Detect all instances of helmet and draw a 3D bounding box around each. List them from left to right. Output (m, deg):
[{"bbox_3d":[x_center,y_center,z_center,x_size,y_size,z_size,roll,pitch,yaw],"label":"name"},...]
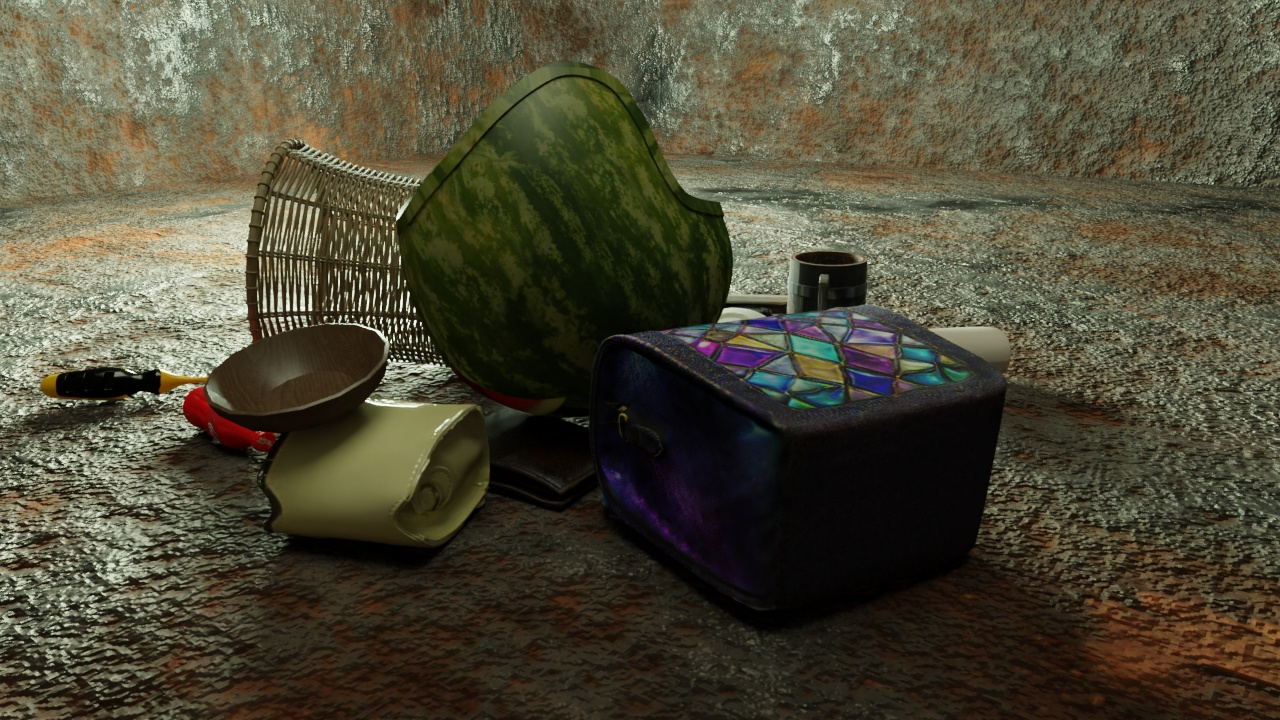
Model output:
[{"bbox_3d":[-0.056,-0.074,0.716,0.242,0.247,0.214,-55,18,-18],"label":"helmet"}]

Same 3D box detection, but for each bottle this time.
[{"bbox_3d":[-0.330,0.050,0.741,0.119,0.036,0.036,16,25,41],"label":"bottle"},{"bbox_3d":[0.268,-0.004,0.858,0.146,0.051,0.051,-3,18,-6],"label":"bottle"}]

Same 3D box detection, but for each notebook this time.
[{"bbox_3d":[0.091,-0.061,1.005,0.209,0.009,0.143,1,-2,-14],"label":"notebook"}]

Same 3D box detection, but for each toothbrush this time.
[{"bbox_3d":[-0.447,0.020,0.850,0.196,0.031,0.031,-3,-14,-10],"label":"toothbrush"}]

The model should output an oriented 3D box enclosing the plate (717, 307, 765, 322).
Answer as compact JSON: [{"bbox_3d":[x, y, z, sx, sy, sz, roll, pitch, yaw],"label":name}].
[{"bbox_3d":[0.086,-0.020,0.881,0.104,0.026,0.104,-6,45,5],"label":"plate"}]

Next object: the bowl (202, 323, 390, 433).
[{"bbox_3d":[-0.220,0.015,0.600,0.118,0.030,0.117,-5,30,3],"label":"bowl"}]

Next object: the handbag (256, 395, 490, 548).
[{"bbox_3d":[-0.174,0.074,0.604,0.119,0.081,0.111,6,27,14],"label":"handbag"}]

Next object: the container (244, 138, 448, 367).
[{"bbox_3d":[-0.243,-0.089,0.889,0.196,0.227,0.226,5,18,-4],"label":"container"}]

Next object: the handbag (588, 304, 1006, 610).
[{"bbox_3d":[0.090,0.039,0.586,0.204,0.126,0.222,-8,23,-27],"label":"handbag"}]

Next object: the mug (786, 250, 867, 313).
[{"bbox_3d":[0.179,-0.043,0.891,0.080,0.107,0.115,4,19,13],"label":"mug"}]

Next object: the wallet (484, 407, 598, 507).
[{"bbox_3d":[-0.080,0.070,0.688,0.120,0.031,0.099,16,22,27],"label":"wallet"}]

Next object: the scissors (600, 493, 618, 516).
[{"bbox_3d":[0.034,0.100,0.614,0.137,0.011,0.134,2,20,-1],"label":"scissors"}]

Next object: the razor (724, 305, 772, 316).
[{"bbox_3d":[0.074,-0.034,0.975,0.152,0.054,0.067,5,8,39],"label":"razor"}]
